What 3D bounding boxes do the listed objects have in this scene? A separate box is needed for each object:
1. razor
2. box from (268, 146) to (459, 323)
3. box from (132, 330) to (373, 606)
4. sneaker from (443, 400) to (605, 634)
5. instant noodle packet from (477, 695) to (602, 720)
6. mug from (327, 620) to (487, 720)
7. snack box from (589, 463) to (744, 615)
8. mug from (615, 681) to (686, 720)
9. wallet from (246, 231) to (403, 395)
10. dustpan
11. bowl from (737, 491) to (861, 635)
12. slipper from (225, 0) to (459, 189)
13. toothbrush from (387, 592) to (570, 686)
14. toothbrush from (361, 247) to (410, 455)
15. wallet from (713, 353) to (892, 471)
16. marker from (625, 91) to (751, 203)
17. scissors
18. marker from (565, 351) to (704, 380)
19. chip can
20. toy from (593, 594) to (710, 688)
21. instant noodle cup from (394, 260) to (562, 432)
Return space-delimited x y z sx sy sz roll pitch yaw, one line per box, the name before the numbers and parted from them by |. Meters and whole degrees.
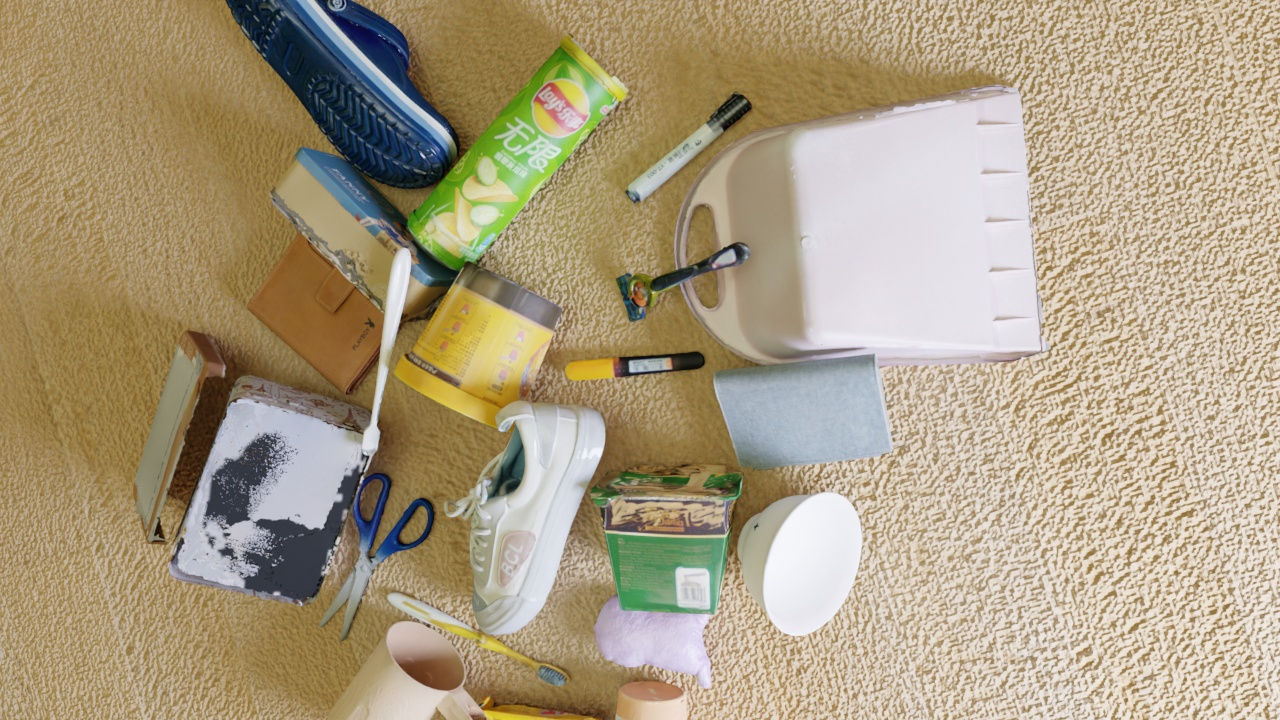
razor | 0.032 -0.069 0.762 0.143 0.022 0.042 -18 91 41
box | -0.247 -0.114 0.817 0.059 0.089 0.184 -44 88 11
box | -0.357 0.099 0.861 0.227 0.156 0.180 28 99 52
sneaker | -0.113 0.136 0.764 0.090 0.089 0.243 12 118 -23
instant noodle packet | -0.088 0.360 0.825 0.128 0.044 0.111 2 99 16
mug | -0.208 0.316 0.825 0.124 0.084 0.104 42 102 20
snack box | 0.027 0.148 0.757 0.118 0.117 0.105 -1 96 11
mug | 0.007 0.346 0.791 0.078 0.078 0.122 1 87 12
wallet | -0.293 -0.048 0.861 0.132 0.031 0.108 41 101 7
dustpan | 0.177 -0.104 0.769 0.273 0.139 0.222 -3 90 -16
bowl | 0.120 0.157 0.755 0.065 0.118 0.118 15 97 50
slipper | -0.256 -0.261 0.817 0.253 0.105 0.095 45 59 -6
toothbrush | -0.153 0.257 0.847 0.191 0.018 0.016 22 92 11
toothbrush | -0.215 -0.007 0.774 0.016 0.016 0.180 9 101 -21
wallet | 0.135 0.043 0.752 0.130 0.036 0.107 -7 126 19
marker | 0.040 -0.183 0.790 0.131 0.018 0.022 -37 76 10
scissors | -0.250 0.192 0.870 0.141 0.012 0.171 -2 93 13
marker | -0.005 0.005 0.809 0.124 0.015 0.018 -5 92 10
chip can | -0.110 -0.174 0.795 0.072 0.072 0.221 45 100 7
toy | 0.011 0.236 0.802 0.108 0.039 0.083 3 78 17
instant noodle cup | -0.133 -0.015 0.788 0.118 0.118 0.114 26 90 10
